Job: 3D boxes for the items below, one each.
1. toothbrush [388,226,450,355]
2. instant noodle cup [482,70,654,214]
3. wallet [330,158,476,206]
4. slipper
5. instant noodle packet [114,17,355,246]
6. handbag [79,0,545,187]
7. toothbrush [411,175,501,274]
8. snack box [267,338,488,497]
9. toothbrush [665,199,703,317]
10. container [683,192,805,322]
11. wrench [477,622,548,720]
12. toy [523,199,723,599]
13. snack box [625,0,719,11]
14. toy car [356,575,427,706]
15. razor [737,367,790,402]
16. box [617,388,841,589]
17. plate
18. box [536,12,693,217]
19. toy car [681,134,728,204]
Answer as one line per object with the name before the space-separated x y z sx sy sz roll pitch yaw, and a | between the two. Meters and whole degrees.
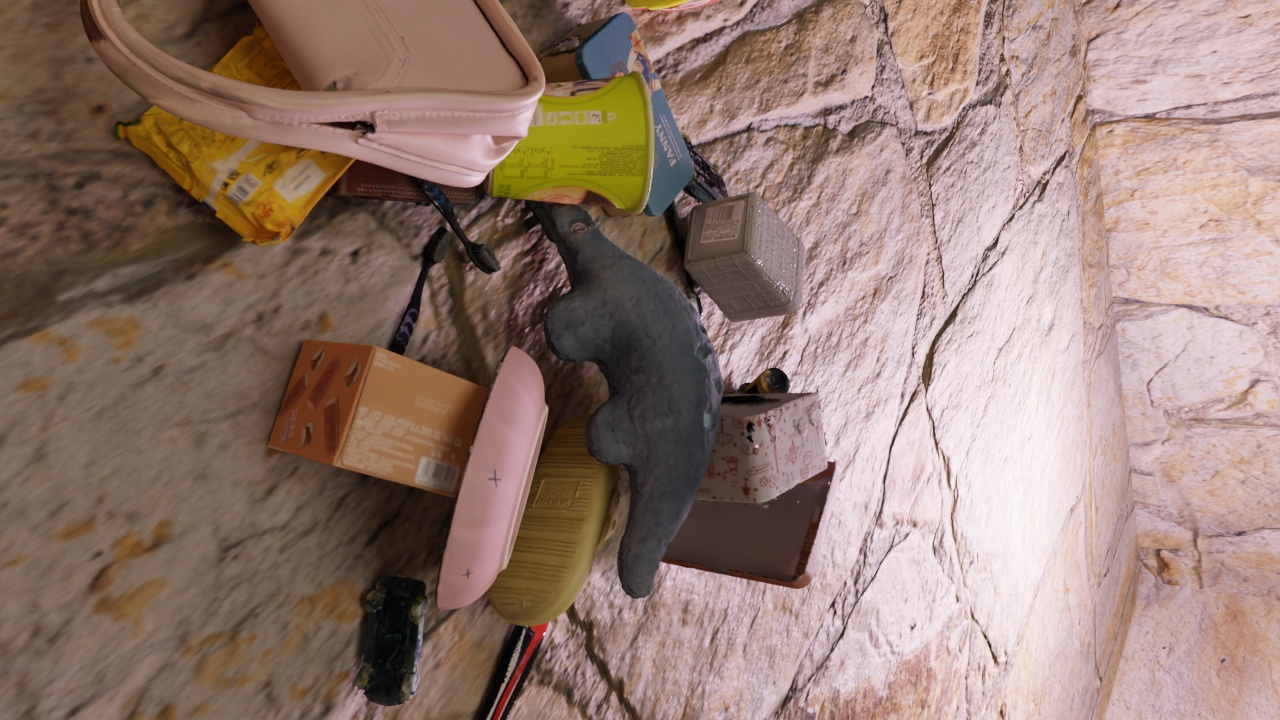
toothbrush | -0.175 -0.016 0.676 0.014 0.017 0.188 33 67 -43
instant noodle cup | -0.063 -0.170 0.719 0.123 0.112 0.111 -4 95 -14
wallet | -0.171 -0.164 0.665 0.124 0.032 0.101 -7 99 -50
slipper | -0.055 0.138 0.774 0.081 0.092 0.190 49 52 -43
instant noodle packet | -0.230 -0.138 0.562 0.111 0.044 0.128 41 55 -13
handbag | -0.189 -0.189 0.527 0.233 0.094 0.193 -20 70 -47
toothbrush | -0.151 -0.126 0.662 0.014 0.016 0.189 -63 142 -27
snack box | -0.173 0.037 0.607 0.092 0.094 0.077 26 75 -44
toothbrush | 0.036 -0.126 0.937 0.018 0.016 0.181 -31 116 -37
container | 0.106 -0.108 0.953 0.114 0.090 0.090 38 52 -48
wrench | -0.126 0.316 0.744 0.056 0.016 0.272 41 60 -44
toy | -0.004 0.004 0.752 0.137 0.091 0.356 -15 81 -16
snack box | 0.036 -0.375 0.873 0.080 0.091 0.082 -17 105 -57
toy car | -0.176 0.201 0.661 0.034 0.043 0.090 68 25 -79
razor | 0.128 0.040 0.970 0.167 0.067 0.062 89 -24 -78
box | 0.080 0.124 0.871 0.152 0.183 0.178 -13 98 -50
plate | -0.100 0.086 0.658 0.192 0.039 0.192 -169 -86 -87
box | -0.017 -0.212 0.831 0.089 0.061 0.184 -55 129 -34
toy car | 0.057 -0.189 0.942 0.105 0.031 0.048 28 50 -51
